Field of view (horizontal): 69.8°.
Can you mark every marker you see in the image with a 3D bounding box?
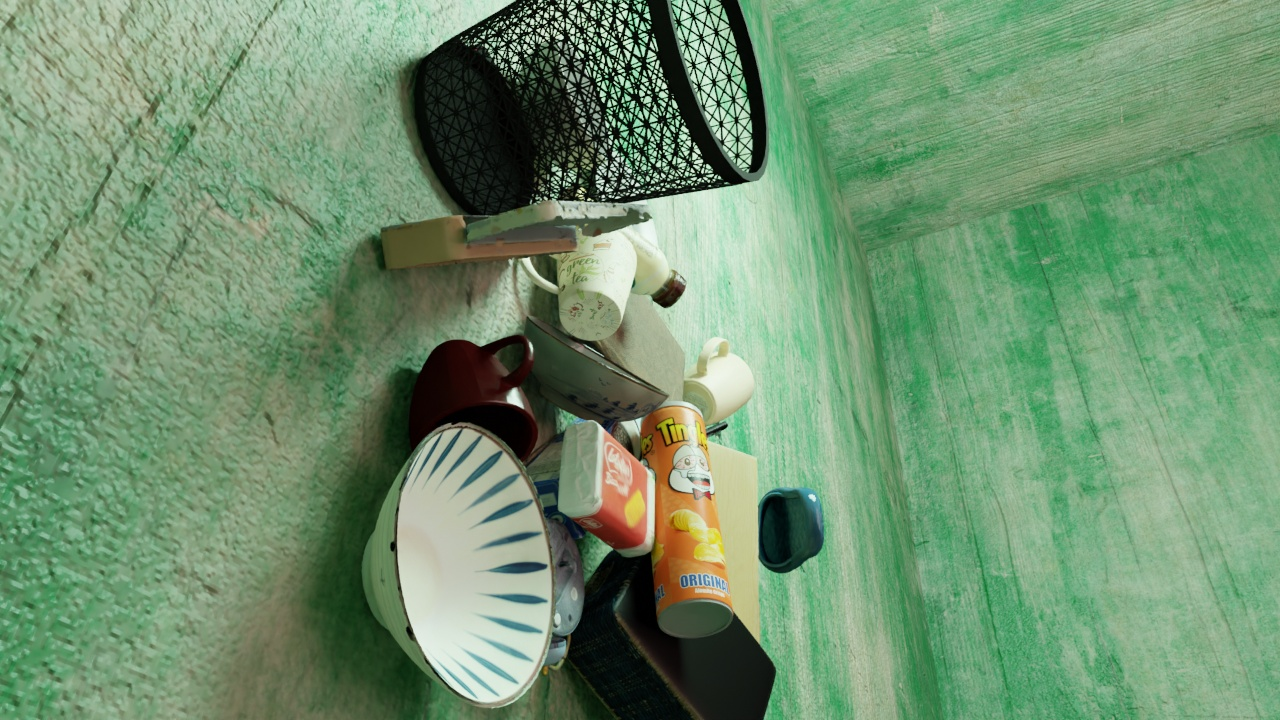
[{"bbox_3d":[0.068,0.096,1.117,0.122,0.018,0.015,-19,62,-46],"label":"marker"}]

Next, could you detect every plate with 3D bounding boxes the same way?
[{"bbox_3d":[-0.022,-0.173,1.129,0.173,0.019,0.172,49,33,-49],"label":"plate"}]

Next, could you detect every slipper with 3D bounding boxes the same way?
[{"bbox_3d":[0.167,0.200,1.106,0.214,0.059,0.103,117,-30,-70],"label":"slipper"}]

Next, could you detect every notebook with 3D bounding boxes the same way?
[{"bbox_3d":[-0.006,0.004,1.028,0.215,0.035,0.189,54,30,-42],"label":"notebook"}]

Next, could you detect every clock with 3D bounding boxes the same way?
[{"bbox_3d":[-0.078,0.181,0.707,0.088,0.052,0.124,-62,134,-62],"label":"clock"}]

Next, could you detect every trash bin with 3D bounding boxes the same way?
[{"bbox_3d":[-0.044,-0.225,0.781,0.217,0.244,0.216,38,46,-54],"label":"trash bin"}]

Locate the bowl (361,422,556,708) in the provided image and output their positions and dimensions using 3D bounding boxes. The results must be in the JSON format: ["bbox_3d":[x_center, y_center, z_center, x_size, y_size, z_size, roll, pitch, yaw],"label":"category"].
[{"bbox_3d":[-0.127,0.133,0.589,0.177,0.071,0.177,50,32,-48],"label":"bowl"}]

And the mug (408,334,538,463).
[{"bbox_3d":[-0.117,0.019,0.654,0.087,0.114,0.088,27,28,-42],"label":"mug"}]

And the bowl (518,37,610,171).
[{"bbox_3d":[-0.085,-0.260,0.956,0.131,0.064,0.132,-18,90,-76],"label":"bowl"}]

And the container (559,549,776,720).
[{"bbox_3d":[0.030,0.260,0.811,0.187,0.071,0.145,52,28,-6],"label":"container"}]

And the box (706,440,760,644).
[{"bbox_3d":[0.094,0.234,1.033,0.261,0.097,0.247,44,45,-62],"label":"box"}]

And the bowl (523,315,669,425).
[{"bbox_3d":[-0.050,0.019,0.825,0.057,0.151,0.150,-60,152,1],"label":"bowl"}]

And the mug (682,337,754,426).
[{"bbox_3d":[0.089,0.026,1.166,0.104,0.085,0.112,-32,132,-57],"label":"mug"}]

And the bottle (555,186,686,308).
[{"bbox_3d":[-0.023,-0.114,0.958,0.162,0.057,0.056,36,38,-24],"label":"bottle"}]

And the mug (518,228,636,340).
[{"bbox_3d":[-0.063,-0.080,0.887,0.122,0.081,0.097,27,36,-19],"label":"mug"}]

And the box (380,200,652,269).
[{"bbox_3d":[-0.089,-0.101,0.735,0.215,0.149,0.043,-21,109,-68],"label":"box"}]

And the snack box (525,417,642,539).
[{"bbox_3d":[-0.047,0.092,0.837,0.225,0.060,0.059,-42,119,-67],"label":"snack box"}]

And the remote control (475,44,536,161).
[{"bbox_3d":[-0.135,-0.250,0.910,0.039,0.010,0.125,-73,143,-54],"label":"remote control"}]

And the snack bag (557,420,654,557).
[{"bbox_3d":[-0.025,0.107,0.752,0.116,0.036,0.076,49,36,-50],"label":"snack bag"}]

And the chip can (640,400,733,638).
[{"bbox_3d":[0.037,0.135,0.813,0.062,0.062,0.210,54,21,-42],"label":"chip can"}]
